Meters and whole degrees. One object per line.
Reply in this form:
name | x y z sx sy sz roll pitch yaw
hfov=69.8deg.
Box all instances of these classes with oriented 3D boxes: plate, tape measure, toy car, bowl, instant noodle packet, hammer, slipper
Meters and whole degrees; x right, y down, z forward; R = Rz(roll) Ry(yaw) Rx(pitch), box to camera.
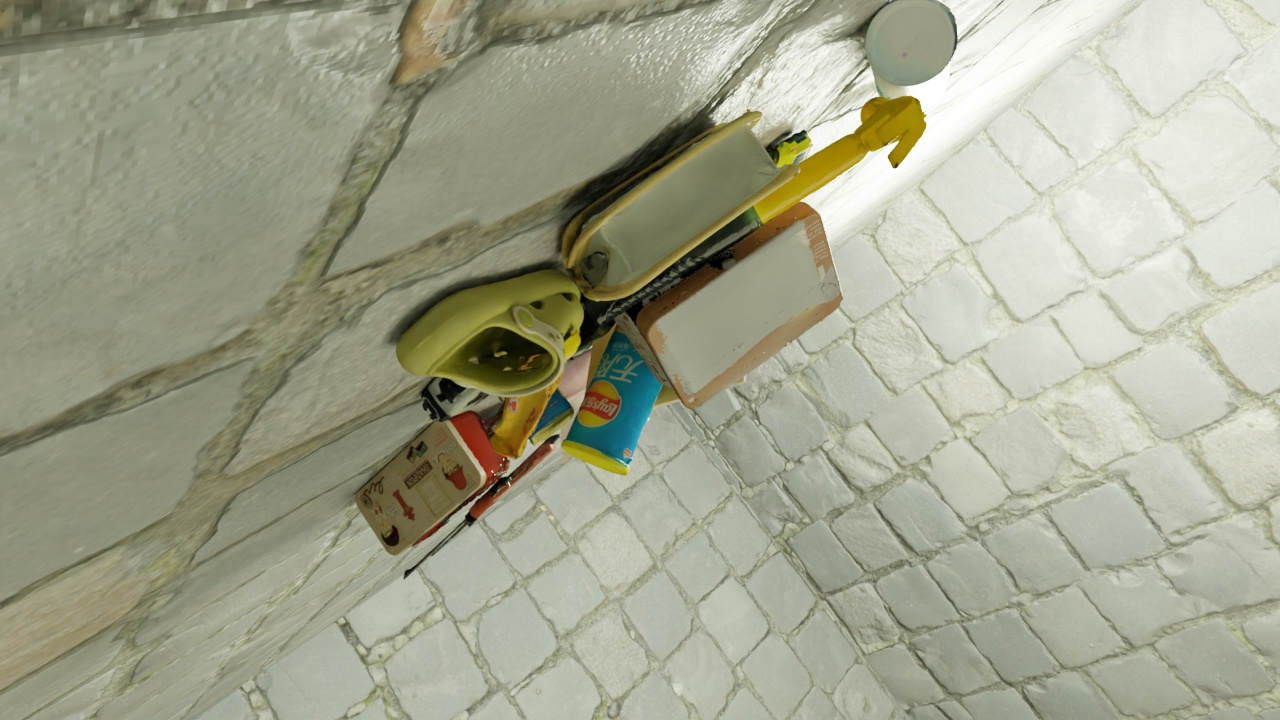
plate | -0.071 0.020 1.138 0.192 0.039 0.192 -27 177 -2
tape measure | -0.151 0.020 0.801 0.066 0.033 0.065 -41 175 40
toy car | 0.130 -0.184 0.895 0.048 0.032 0.105 -35 176 -32
bowl | -0.055 0.071 1.116 0.118 0.064 0.118 -27 178 -1
toy car | -0.067 -0.027 0.897 0.091 0.043 0.036 -34 174 -29
instant noodle packet | -0.092 0.013 0.802 0.129 0.044 0.110 121 -13 -46
hammer | 0.086 -0.116 0.718 0.301 0.033 0.128 -31 -164 8
slipper | -0.096 -0.009 0.662 0.092 0.081 0.190 -37 173 23

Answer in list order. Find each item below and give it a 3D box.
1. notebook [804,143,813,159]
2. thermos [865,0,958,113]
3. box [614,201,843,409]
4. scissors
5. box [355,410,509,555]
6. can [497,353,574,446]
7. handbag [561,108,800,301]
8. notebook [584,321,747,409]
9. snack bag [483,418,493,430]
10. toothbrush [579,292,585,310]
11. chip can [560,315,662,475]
notebook | 0.102 -0.162 1.036 0.207 0.008 0.148 -37 175 1
thermos | 0.232 -0.250 0.790 0.073 0.073 0.223 -39 175 17
box | 0.075 -0.057 0.809 0.181 0.150 0.166 -37 -172 -8
scissors | -0.170 0.157 0.993 0.188 0.015 0.226 -42 179 -43
box | -0.223 0.134 1.009 0.169 0.091 0.078 -40 172 27
can | -0.112 0.037 0.932 0.057 0.083 0.102 -36 175 -10
handbag | 0.013 -0.111 0.682 0.163 0.063 0.179 -36 -170 -13
notebook | 0.024 -0.013 0.968 0.207 0.010 0.145 -18 -130 34
snack bag | -0.198 0.104 1.160 0.129 0.073 0.207 -39 -178 13
toothbrush | -0.002 -0.096 0.900 0.189 0.014 0.016 -36 151 -23
chip can | -0.005 0.005 0.918 0.071 0.071 0.210 122 -8 -76
